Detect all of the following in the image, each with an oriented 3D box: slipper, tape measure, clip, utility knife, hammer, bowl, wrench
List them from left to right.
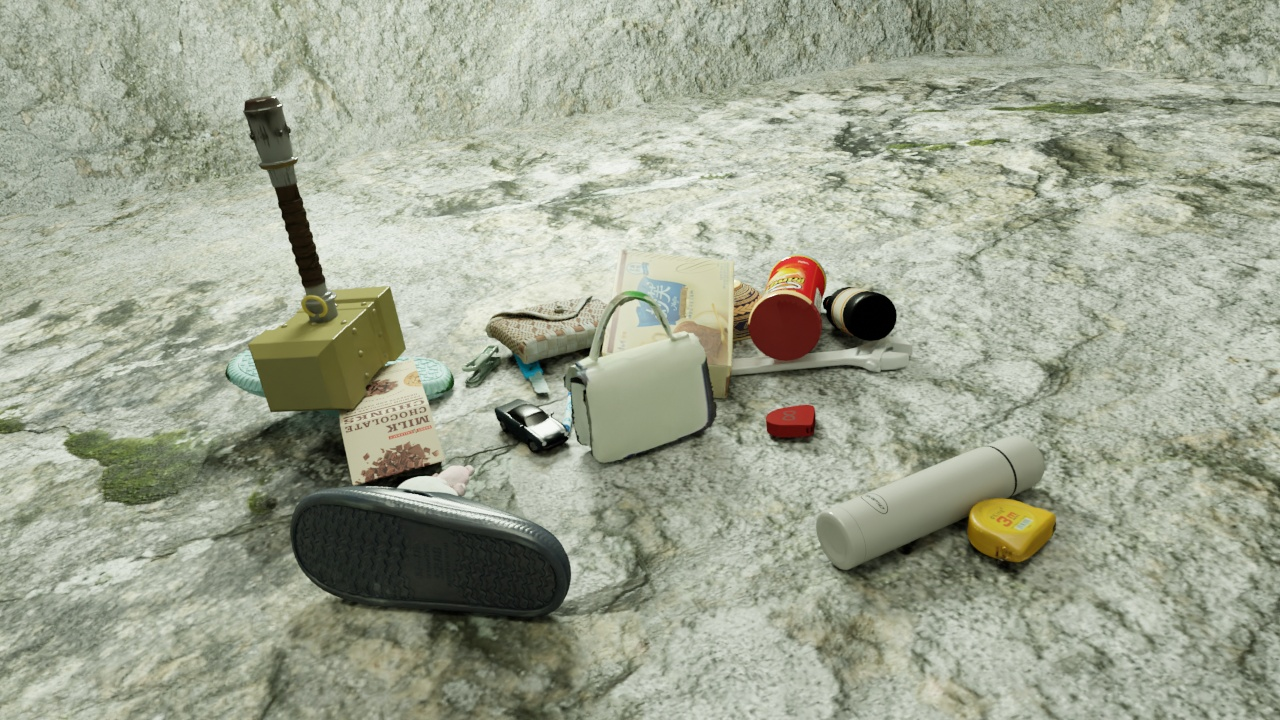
[{"bbox_3d":[-0.371,-0.124,1.013,0.101,0.325,0.189,-3,26,11],"label":"hammer"},{"bbox_3d":[-0.376,0.034,1.160,0.276,0.070,0.116,2,23,-16],"label":"slipper"},{"bbox_3d":[-0.179,0.153,0.801,0.268,0.111,0.083,4,24,16],"label":"slipper"},{"bbox_3d":[-0.210,0.006,1.215,0.023,0.043,0.075,1,27,21],"label":"clip"},{"bbox_3d":[-0.148,0.002,1.224,0.031,0.015,0.207,-18,28,-11],"label":"utility knife"},{"bbox_3d":[0.120,-0.077,1.262,0.112,0.061,0.112,-6,25,3],"label":"bowl"},{"bbox_3d":[0.163,0.067,0.995,0.051,0.019,0.058,-2,18,15],"label":"tape measure"},{"bbox_3d":[0.196,0.001,1.130,0.273,0.018,0.066,-5,25,7],"label":"wrench"},{"bbox_3d":[0.308,0.144,0.776,0.068,0.030,0.059,-24,30,-37],"label":"tape measure"}]

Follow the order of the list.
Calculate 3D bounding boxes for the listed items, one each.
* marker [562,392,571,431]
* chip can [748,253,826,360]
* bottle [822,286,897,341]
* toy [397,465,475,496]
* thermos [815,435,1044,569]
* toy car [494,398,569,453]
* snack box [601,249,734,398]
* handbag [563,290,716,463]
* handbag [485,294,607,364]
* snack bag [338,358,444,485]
[{"bbox_3d":[-0.084,0.050,1.104,0.013,0.013,0.141,-5,25,4],"label":"marker"},{"bbox_3d":[0.195,-0.074,1.184,0.087,0.087,0.212,0,20,14],"label":"chip can"},{"bbox_3d":[0.272,-0.065,1.188,0.059,0.059,0.181,-9,10,-4],"label":"bottle"},{"bbox_3d":[-0.217,0.141,0.916,0.076,0.037,0.125,6,25,34],"label":"toy"},{"bbox_3d":[0.261,0.121,0.812,0.223,0.052,0.052,-17,27,-21],"label":"thermos"},{"bbox_3d":[-0.125,0.071,1.044,0.046,0.034,0.112,-23,29,-30],"label":"toy car"},{"bbox_3d":[0.038,-0.051,1.139,0.153,0.055,0.206,6,43,1],"label":"snack box"},{"bbox_3d":[-0.006,0.006,0.984,0.151,0.176,0.074,-18,26,-20],"label":"handbag"},{"bbox_3d":[-0.108,-0.050,1.265,0.185,0.047,0.124,-15,28,-31],"label":"handbag"},{"bbox_3d":[-0.282,0.078,1.030,0.094,0.070,0.206,-15,26,-15],"label":"snack bag"}]
